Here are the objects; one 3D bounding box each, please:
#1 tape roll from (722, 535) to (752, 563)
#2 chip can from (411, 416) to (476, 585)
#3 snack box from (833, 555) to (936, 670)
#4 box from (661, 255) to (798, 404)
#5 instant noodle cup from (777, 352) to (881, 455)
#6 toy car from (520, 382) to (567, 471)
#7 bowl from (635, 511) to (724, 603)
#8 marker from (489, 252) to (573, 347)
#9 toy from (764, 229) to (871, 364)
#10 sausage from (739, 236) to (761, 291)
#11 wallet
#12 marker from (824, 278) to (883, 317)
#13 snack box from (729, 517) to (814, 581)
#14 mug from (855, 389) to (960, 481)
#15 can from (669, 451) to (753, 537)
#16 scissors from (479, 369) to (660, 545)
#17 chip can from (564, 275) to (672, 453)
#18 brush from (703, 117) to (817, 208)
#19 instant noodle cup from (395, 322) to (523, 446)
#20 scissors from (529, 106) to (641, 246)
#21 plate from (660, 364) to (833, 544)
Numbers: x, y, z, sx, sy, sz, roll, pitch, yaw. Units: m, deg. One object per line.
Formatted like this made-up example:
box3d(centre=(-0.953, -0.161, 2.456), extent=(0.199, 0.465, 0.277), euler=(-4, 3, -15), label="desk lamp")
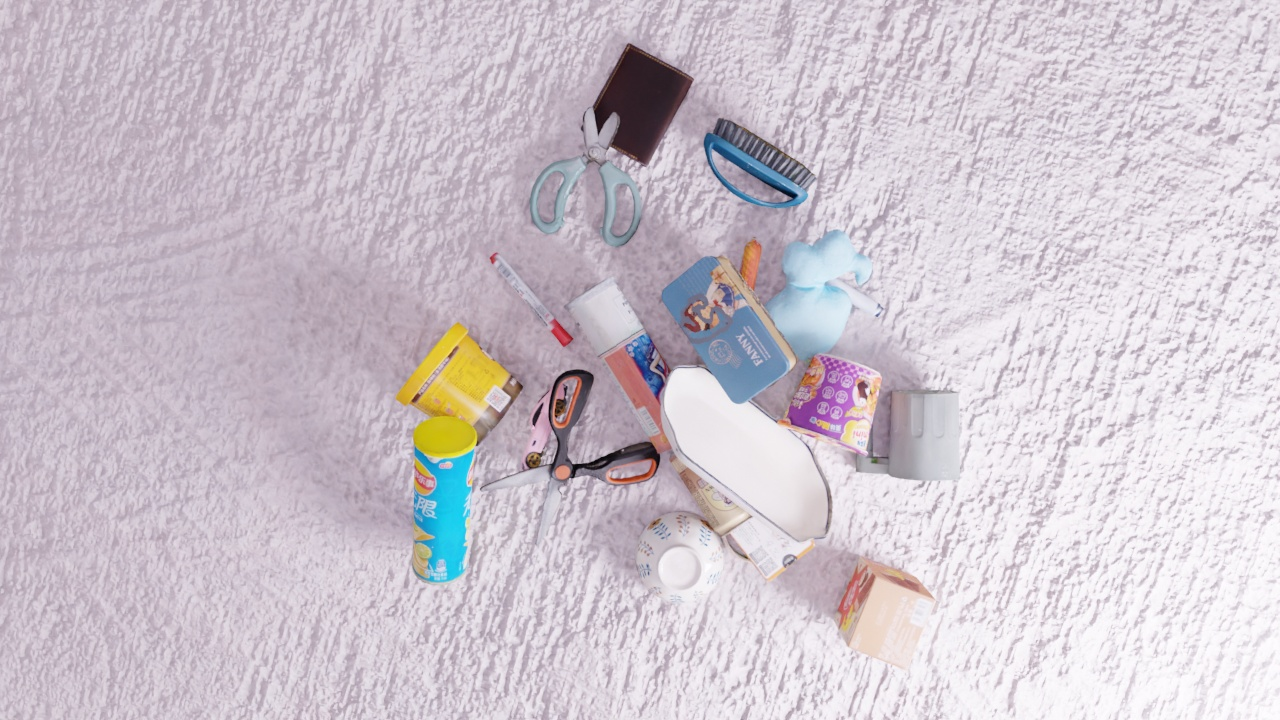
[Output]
box3d(centre=(0.144, 0.211, 1.152), extent=(0.086, 0.014, 0.086), euler=(0, 94, 3), label="tape roll")
box3d(centre=(-0.235, 0.170, 1.090), extent=(0.071, 0.071, 0.211), euler=(11, 123, 1), label="chip can")
box3d(centre=(0.293, 0.303, 1.111), extent=(0.077, 0.094, 0.093), euler=(21, 94, 1), label="snack box")
box3d(centre=(0.110, -0.033, 1.089), extent=(0.090, 0.062, 0.184), euler=(-40, 77, 23), label="box")
box3d(centre=(0.232, 0.050, 1.093), extent=(0.111, 0.111, 0.099), euler=(21, 89, 1), label="instant noodle cup")
box3d(centre=(-0.122, 0.082, 1.133), extent=(0.037, 0.056, 0.122), euler=(24, 94, -3), label="toy car")
box3d(centre=(0.048, 0.250, 1.135), extent=(0.113, 0.062, 0.113), euler=(0, 94, 4), label="bowl")
box3d(centre=(-0.136, -0.076, 1.143), extent=(0.017, 0.017, 0.145), euler=(-40, 91, 4), label="marker")
box3d(centre=(0.206, -0.070, 1.108), extent=(0.161, 0.049, 0.156), euler=(-17, 104, 10), label="toy")
box3d(centre=(0.126, -0.070, 1.130), extent=(0.021, 0.021, 0.165), euler=(11, 94, 2), label="sausage")
box3d(centre=(-0.004, -0.312, 1.121), extent=(0.096, 0.020, 0.122), euler=(30, 96, 5), label="wallet")
box3d(centre=(0.240, -0.094, 1.126), extent=(0.131, 0.018, 0.022), euler=(31, 85, 0), label="marker")
box3d(centre=(0.137, 0.187, 1.126), extent=(0.075, 0.026, 0.153), euler=(-39, 80, 2), label="snack box")
box3d(centre=(0.322, 0.088, 1.110), extent=(0.124, 0.083, 0.103), euler=(1, 93, 27), label="mug")
box3d(centre=(0.087, 0.147, 1.093), extent=(0.058, 0.058, 0.116), euler=(-33, 80, 4), label="can")
box3d(centre=(-0.080, 0.120, 1.119), extent=(0.220, 0.022, 0.234), euler=(6, 103, -20), label="scissors")
box3d(centre=(-0.007, 0.007, 1.116), extent=(0.071, 0.071, 0.214), euler=(-32, 92, 4), label="chip can")
box3d(centre=(0.136, -0.228, 1.102), extent=(0.144, 0.055, 0.073), euler=(32, 93, -1), label="brush")
box3d(centre=(-0.214, 0.033, 1.108), extent=(0.114, 0.118, 0.118), euler=(39, 94, -8), label="instant noodle cup")
box3d(centre=(-0.047, -0.215, 1.123), extent=(0.172, 0.019, 0.177), euler=(32, 99, 0), label="scissors")
box3d(centre=(0.120, 0.114, 1.076), extent=(0.265, 0.161, 0.034), euler=(37, 128, -16), label="plate")
